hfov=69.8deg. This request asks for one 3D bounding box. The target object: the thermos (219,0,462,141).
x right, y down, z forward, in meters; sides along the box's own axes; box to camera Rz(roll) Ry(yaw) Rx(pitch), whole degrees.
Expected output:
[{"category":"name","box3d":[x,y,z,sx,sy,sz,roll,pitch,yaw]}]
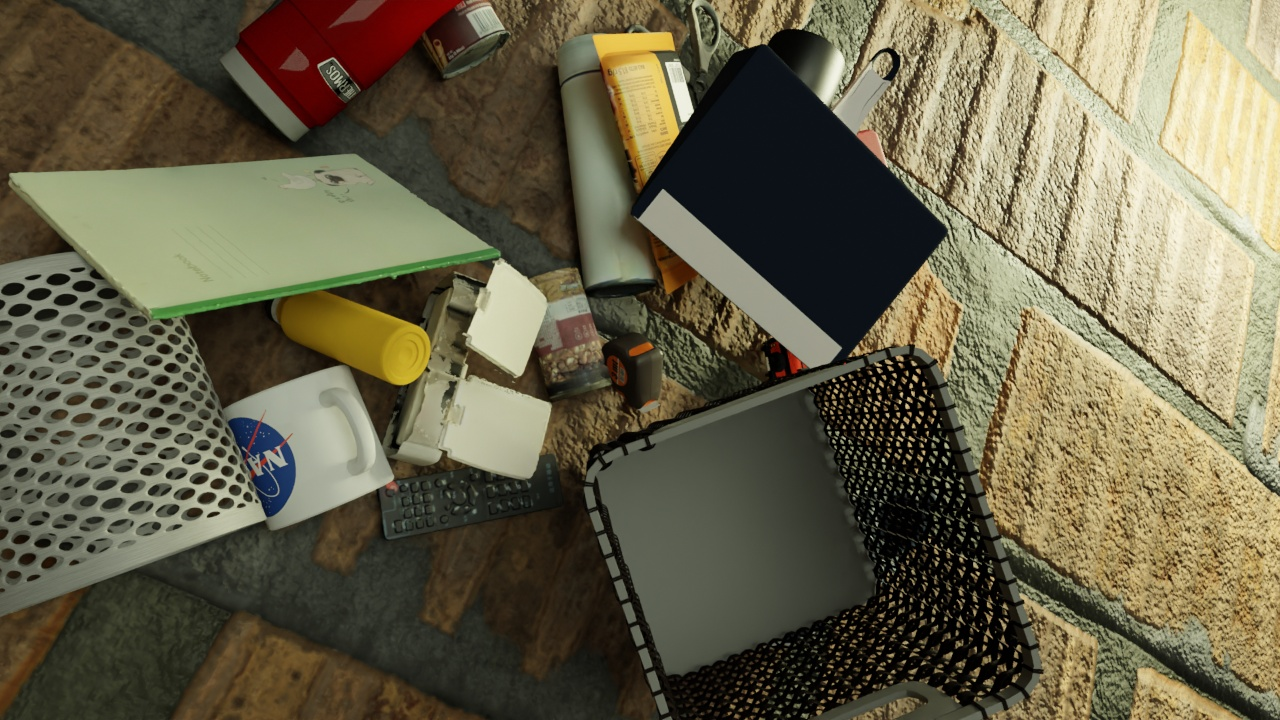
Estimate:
[{"category":"thermos","box3d":[-0.220,-0.267,0.696,0.198,0.084,0.108,-41,70,-3]}]

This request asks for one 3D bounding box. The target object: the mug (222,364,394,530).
[{"category":"mug","box3d":[-0.225,0.057,0.645,0.090,0.122,0.090,-24,93,-50]}]

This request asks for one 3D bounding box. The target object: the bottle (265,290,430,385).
[{"category":"bottle","box3d":[-0.215,-0.023,0.658,0.043,0.144,0.043,-32,131,-46]}]

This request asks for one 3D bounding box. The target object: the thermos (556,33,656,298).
[{"category":"thermos","box3d":[-0.031,-0.174,0.828,0.067,0.068,0.230,-3,82,-30]}]

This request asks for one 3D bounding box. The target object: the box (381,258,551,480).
[{"category":"box","box3d":[-0.108,0.016,0.674,0.105,0.188,0.143,19,79,-21]}]

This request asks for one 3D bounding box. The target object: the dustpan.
[{"category":"dustpan","box3d":[0.152,-0.163,0.797,0.236,0.080,0.273,38,92,-20]}]

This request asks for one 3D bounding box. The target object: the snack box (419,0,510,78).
[{"category":"snack box","box3d":[-0.171,-0.309,0.771,0.072,0.072,0.121,-37,101,-29]}]

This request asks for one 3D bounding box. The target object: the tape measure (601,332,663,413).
[{"category":"tape measure","box3d":[-0.005,0.005,0.815,0.038,0.059,0.058,-24,132,-32]}]

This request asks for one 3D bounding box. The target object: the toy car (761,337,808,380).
[{"category":"toy car","box3d":[0.168,-0.004,0.918,0.100,0.049,0.051,-9,85,-31]}]

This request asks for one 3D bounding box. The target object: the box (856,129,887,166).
[{"category":"box","box3d":[0.162,-0.134,0.866,0.157,0.087,0.129,-23,98,-30]}]

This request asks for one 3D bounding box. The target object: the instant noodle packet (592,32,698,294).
[{"category":"instant noodle packet","box3d":[0.026,-0.184,0.830,0.159,0.032,0.221,-37,113,-58]}]

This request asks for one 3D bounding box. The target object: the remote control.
[{"category":"remote control","box3d":[-0.137,0.109,0.743,0.150,0.022,0.047,-6,84,-28]}]

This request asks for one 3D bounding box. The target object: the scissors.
[{"category":"scissors","box3d":[0.052,-0.295,0.927,0.157,0.013,0.171,14,75,-25]}]

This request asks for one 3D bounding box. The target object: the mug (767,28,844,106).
[{"category":"mug","box3d":[0.161,-0.265,0.953,0.119,0.085,0.100,37,74,-51]}]

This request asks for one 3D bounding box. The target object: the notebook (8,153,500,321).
[{"category":"notebook","box3d":[-0.244,-0.093,0.614,0.182,0.010,0.251,35,32,27]}]

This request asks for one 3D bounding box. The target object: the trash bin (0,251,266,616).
[{"category":"trash bin","box3d":[-0.341,0.041,0.565,0.156,0.157,0.183,-19,88,-31]}]

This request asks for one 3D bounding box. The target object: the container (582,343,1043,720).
[{"category":"container","box3d":[0.098,0.143,0.699,0.247,0.244,0.245,-20,91,-7]}]

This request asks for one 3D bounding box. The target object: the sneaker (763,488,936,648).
[{"category":"sneaker","box3d":[0.194,0.194,0.873,0.235,0.088,0.089,-33,97,-30]}]

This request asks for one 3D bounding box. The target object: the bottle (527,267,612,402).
[{"category":"bottle","box3d":[-0.065,-0.022,0.786,0.056,0.056,0.105,-16,89,-31]}]
